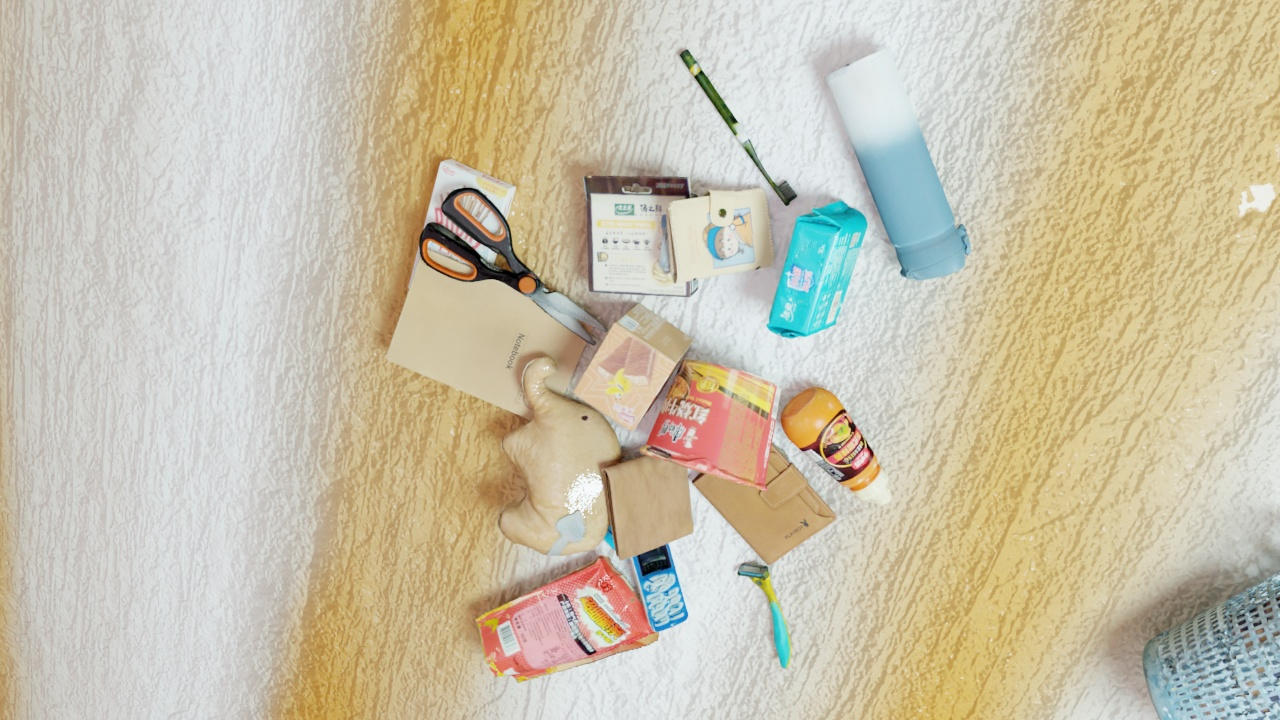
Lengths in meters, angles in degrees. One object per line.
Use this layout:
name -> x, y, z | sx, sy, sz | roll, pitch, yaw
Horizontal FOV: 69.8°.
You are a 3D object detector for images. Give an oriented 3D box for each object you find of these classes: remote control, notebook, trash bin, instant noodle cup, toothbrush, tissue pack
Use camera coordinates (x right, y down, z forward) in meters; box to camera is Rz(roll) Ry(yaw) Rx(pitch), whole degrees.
remote control -> 0.019, 0.258, 1.086 | 0.049, 0.024, 0.125 | -18, 104, -14
notebook -> -0.173, -0.023, 1.047 | 0.207, 0.008, 0.148 | 23, 112, -4
trash bin -> 0.599, 0.303, 0.854 | 0.196, 0.225, 0.226 | -36, 94, 35
instant noodle cup -> 0.081, 0.065, 0.951 | 0.138, 0.138, 0.108 | 16, 84, 11
toothbrush -> 0.099, -0.235, 0.920 | 0.017, 0.012, 0.186 | -35, 95, 17
tissue pack -> 0.174, -0.090, 0.900 | 0.050, 0.093, 0.134 | 24, 112, 25

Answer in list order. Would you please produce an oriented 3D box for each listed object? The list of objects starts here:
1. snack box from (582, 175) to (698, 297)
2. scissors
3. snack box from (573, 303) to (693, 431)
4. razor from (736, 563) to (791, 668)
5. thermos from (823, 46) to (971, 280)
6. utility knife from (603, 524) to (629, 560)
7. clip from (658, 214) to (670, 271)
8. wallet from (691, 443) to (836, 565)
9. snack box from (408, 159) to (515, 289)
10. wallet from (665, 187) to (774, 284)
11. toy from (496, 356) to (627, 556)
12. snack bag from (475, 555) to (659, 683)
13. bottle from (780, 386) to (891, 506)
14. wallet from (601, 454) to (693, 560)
snack box -> 0.002, -0.132, 0.958 | 0.113, 0.053, 0.126 | 4, 107, 14
scissors -> -0.144, -0.084, 1.010 | 0.161, 0.021, 0.234 | -26, 106, 12
snack box -> -0.006, 0.006, 0.983 | 0.077, 0.092, 0.094 | 33, 112, 4
razor -> 0.152, 0.296, 1.064 | 0.043, 0.028, 0.132 | -9, 104, 49
thermos -> 0.246, -0.181, 0.868 | 0.070, 0.070, 0.220 | -22, 101, 21
utility knife -> -0.081, 0.160, 1.095 | 0.203, 0.018, 0.034 | 42, 114, 2
clip -> 0.029, -0.118, 0.921 | 0.024, 0.026, 0.056 | 9, 104, 6
wallet -> 0.138, 0.153, 1.023 | 0.108, 0.031, 0.132 | -40, 94, 25
snack box -> -0.202, -0.136, 1.031 | 0.085, 0.026, 0.157 | 23, 113, 8
wallet -> 0.080, -0.128, 0.920 | 0.115, 0.024, 0.087 | -11, 107, -22
toy -> -0.088, 0.109, 1.044 | 0.143, 0.082, 0.226 | 3, 89, -9
snack bag -> -0.094, 0.326, 1.130 | 0.208, 0.073, 0.128 | -27, 102, 17
bottle -> 0.214, 0.097, 0.969 | 0.067, 0.066, 0.149 | -38, 101, 23
wallet -> 0.011, 0.159, 1.036 | 0.101, 0.020, 0.115 | -15, 110, -24
